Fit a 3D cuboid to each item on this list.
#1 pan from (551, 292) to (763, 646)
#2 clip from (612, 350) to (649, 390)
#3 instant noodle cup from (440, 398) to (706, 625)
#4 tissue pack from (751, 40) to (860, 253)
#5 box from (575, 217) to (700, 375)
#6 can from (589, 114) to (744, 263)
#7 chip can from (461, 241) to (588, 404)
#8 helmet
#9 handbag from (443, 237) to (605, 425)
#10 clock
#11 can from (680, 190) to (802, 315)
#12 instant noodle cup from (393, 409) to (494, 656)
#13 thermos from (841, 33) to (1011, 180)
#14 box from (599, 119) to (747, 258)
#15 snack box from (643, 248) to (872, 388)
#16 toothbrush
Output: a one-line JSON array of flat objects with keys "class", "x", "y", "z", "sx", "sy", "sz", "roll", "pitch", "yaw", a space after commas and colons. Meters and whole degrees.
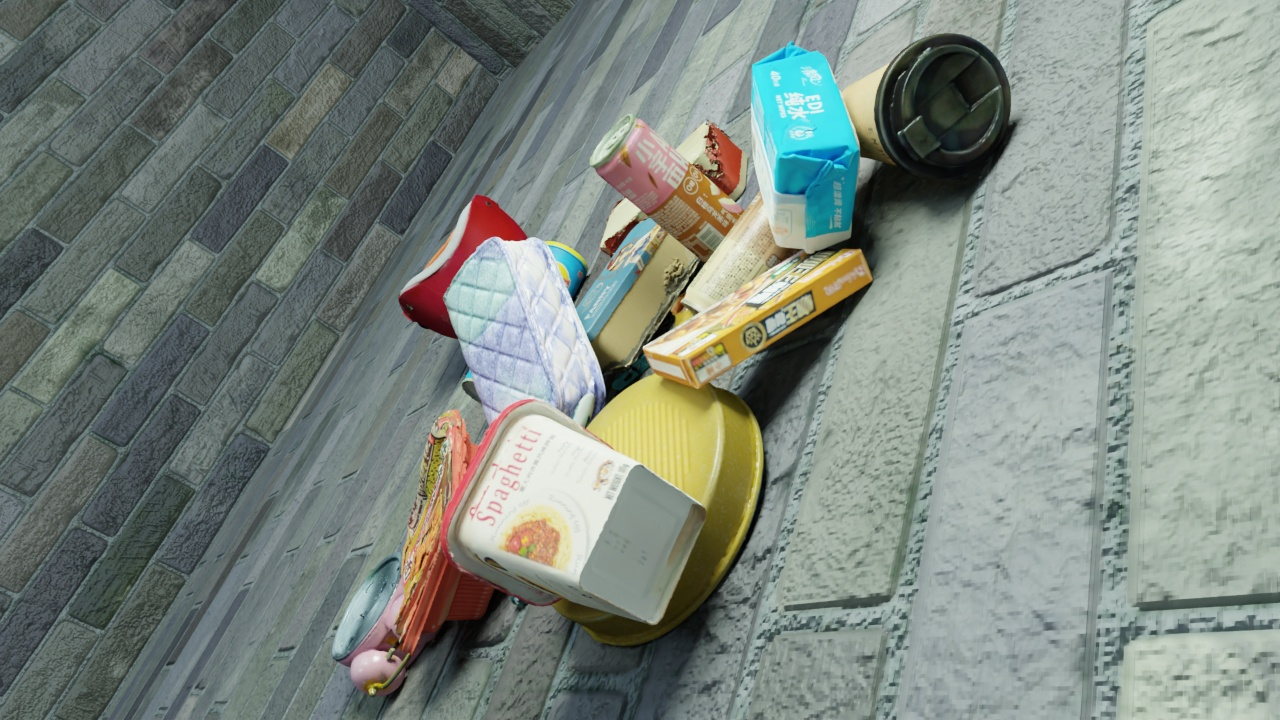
[{"class": "pan", "x": 0.015, "y": 0.051, "z": 0.711, "sx": 0.198, "sy": 0.078, "sz": 0.356, "roll": -36, "pitch": 34, "yaw": 31}, {"class": "clip", "x": -0.005, "y": 0.005, "z": 0.857, "sx": 0.054, "sy": 0.013, "sz": 0.033, "roll": -33, "pitch": 30, "yaw": 44}, {"class": "instant noodle cup", "x": -0.038, "y": 0.096, "z": 0.557, "sx": 0.124, "sy": 0.116, "sz": 0.116, "roll": 9, "pitch": 67, "yaw": 47}, {"class": "tissue pack", "x": 0.119, "y": -0.155, "z": 0.666, "sx": 0.063, "sy": 0.090, "sz": 0.139, "roll": -8, "pitch": 51, "yaw": 2}, {"class": "box", "x": -0.012, "y": -0.059, "z": 0.883, "sx": 0.183, "sy": 0.060, "sz": 0.090, "roll": -56, "pitch": 19, "yaw": -26}, {"class": "can", "x": 0.029, "y": -0.142, "z": 0.785, "sx": 0.058, "sy": 0.147, "sz": 0.057, "roll": -43, "pitch": 24, "yaw": 24}, {"class": "chip can", "x": -0.138, "y": -0.043, "z": 1.113, "sx": 0.071, "sy": 0.071, "sz": 0.209, "roll": -17, "pitch": 42, "yaw": 56}, {"class": "helmet", "x": -0.233, "y": -0.115, "z": 1.323, "sx": 0.207, "sy": 0.144, "sz": 0.240, "roll": -54, "pitch": 8, "yaw": -4}, {"class": "handbag", "x": -0.105, "y": -0.006, "z": 0.827, "sx": 0.135, "sy": 0.075, "sz": 0.193, "roll": -42, "pitch": 61, "yaw": 42}, {"class": "clock", "x": -0.242, "y": 0.260, "z": 0.896, "sx": 0.117, "sy": 0.060, "sz": 0.158, "roll": -53, "pitch": 21, "yaw": -2}, {"class": "can", "x": 0.088, "y": -0.077, "z": 0.732, "sx": 0.116, "sy": 0.058, "sz": 0.058, "roll": -53, "pitch": 22, "yaw": 0}, {"class": "instant noodle cup", "x": -0.166, "y": 0.153, "z": 0.827, "sx": 0.188, "sy": 0.079, "sz": 0.165, "roll": -111, "pitch": 40, "yaw": -62}, {"class": "thermos", "x": 0.189, "y": -0.174, "z": 0.645, "sx": 0.093, "sy": 0.093, "sz": 0.143, "roll": -52, "pitch": 15, "yaw": 3}, {"class": "box", "x": 0.027, "y": -0.171, "z": 0.968, "sx": 0.169, "sy": 0.076, "sz": 0.091, "roll": -38, "pitch": 26, "yaw": 34}, {"class": "snack box", "x": 0.081, "y": -0.033, "z": 0.645, "sx": 0.153, "sy": 0.026, "sz": 0.075, "roll": -31, "pitch": 17, "yaw": -14}, {"class": "toothbrush", "x": -0.071, "y": 0.117, "z": 0.756, "sx": 0.018, "sy": 0.016, "sz": 0.192, "roll": 31, "pitch": 103, "yaw": 58}]
